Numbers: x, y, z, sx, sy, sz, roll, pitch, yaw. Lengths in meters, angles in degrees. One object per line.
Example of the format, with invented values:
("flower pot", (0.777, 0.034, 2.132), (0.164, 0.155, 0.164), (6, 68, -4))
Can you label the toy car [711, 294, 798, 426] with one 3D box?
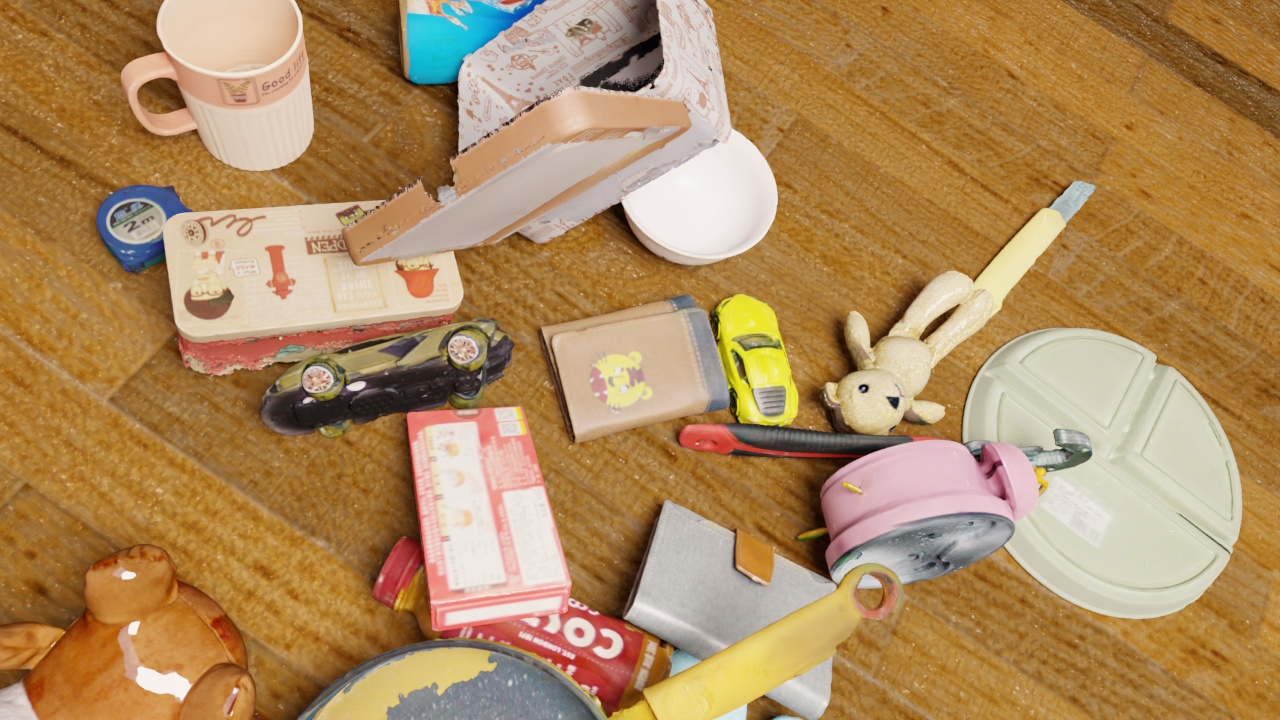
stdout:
("toy car", (0.083, -0.002, 0.658), (0.048, 0.032, 0.105), (-6, 67, -15))

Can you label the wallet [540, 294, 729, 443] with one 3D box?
("wallet", (-0.004, 0.004, 0.636), (0.115, 0.033, 0.090), (-13, 72, -15))

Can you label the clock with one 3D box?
("clock", (0.191, 0.098, 0.597), (0.158, 0.117, 0.059), (-2, 57, -13))

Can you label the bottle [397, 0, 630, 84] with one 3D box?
("bottle", (-0.072, -0.245, 0.705), (0.218, 0.065, 0.065), (-4, 68, -16))

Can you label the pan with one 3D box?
("pan", (-0.028, 0.201, 0.464), (0.357, 0.078, 0.197), (-30, 83, -5))

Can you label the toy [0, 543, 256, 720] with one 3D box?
("toy", (-0.289, 0.193, 0.442), (0.199, 0.131, 0.140), (-36, 85, -14))

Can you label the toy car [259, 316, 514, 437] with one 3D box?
("toy car", (-0.156, 0.010, 0.573), (0.158, 0.070, 0.042), (-14, 66, -20))

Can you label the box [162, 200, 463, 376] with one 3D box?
("box", (-0.208, -0.043, 0.589), (0.168, 0.076, 0.091), (-9, 69, -23))

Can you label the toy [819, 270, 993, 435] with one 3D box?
("toy", (0.197, -0.002, 0.666), (0.157, 0.066, 0.105), (-44, 100, -18))

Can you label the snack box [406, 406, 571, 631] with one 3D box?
("snack box", (-0.093, 0.085, 0.540), (0.075, 0.026, 0.152), (-4, 38, -18))

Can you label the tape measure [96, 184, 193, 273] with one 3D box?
("tape measure", (-0.323, -0.088, 0.600), (0.054, 0.025, 0.058), (45, 61, 9))

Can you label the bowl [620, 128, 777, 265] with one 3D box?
("bowl", (0.034, -0.112, 0.674), (0.118, 0.065, 0.118), (5, 67, -12))

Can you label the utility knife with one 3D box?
("utility knife", (0.324, -0.094, 0.762), (0.031, 0.021, 0.204), (46, 72, 4))

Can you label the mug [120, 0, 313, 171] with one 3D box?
("mug", (-0.276, -0.182, 0.606), (0.114, 0.106, 0.081), (-27, 76, -22))

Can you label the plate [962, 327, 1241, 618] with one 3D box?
("plate", (0.354, 0.076, 0.693), (0.230, 0.028, 0.229), (5, 66, -11))

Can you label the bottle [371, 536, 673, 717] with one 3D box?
("bottle", (-0.069, 0.157, 0.538), (0.175, 0.058, 0.057), (25, 64, -2))

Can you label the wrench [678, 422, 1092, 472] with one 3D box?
("wrench", (0.163, 0.059, 0.622), (0.273, 0.056, 0.016), (2, 59, 3))

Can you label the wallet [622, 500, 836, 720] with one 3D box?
("wallet", (0.062, 0.146, 0.568), (0.129, 0.037, 0.106), (29, 35, -3))

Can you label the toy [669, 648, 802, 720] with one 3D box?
("toy", (0.072, 0.252, 0.538), (0.156, 0.050, 0.161), (19, 60, 6))

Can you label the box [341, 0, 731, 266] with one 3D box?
("box", (-0.051, -0.140, 0.572), (0.134, 0.180, 0.269), (52, 34, -24))
